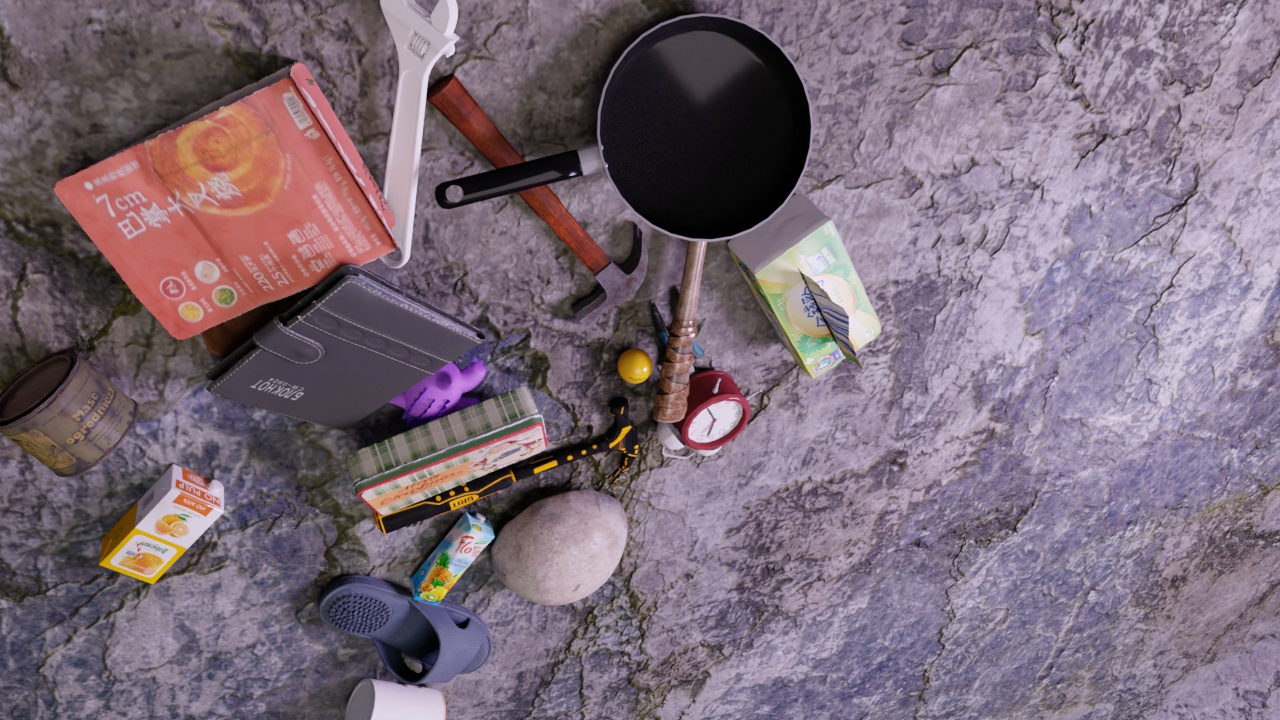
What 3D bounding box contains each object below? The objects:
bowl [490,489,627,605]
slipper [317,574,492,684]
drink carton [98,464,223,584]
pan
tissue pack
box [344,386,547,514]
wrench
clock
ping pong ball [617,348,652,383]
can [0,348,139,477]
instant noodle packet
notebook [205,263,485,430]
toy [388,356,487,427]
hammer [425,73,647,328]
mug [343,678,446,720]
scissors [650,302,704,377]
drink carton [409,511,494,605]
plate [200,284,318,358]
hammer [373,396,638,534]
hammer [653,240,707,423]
[{"bbox_3d":[-0.089,0.247,1.137,0.178,0.081,0.179,-17,135,-18],"label":"bowl"},{"bbox_3d":[-0.279,0.347,1.137,0.101,0.082,0.263,-44,129,7],"label":"slipper"},{"bbox_3d":[-0.487,0.166,0.939,0.122,0.040,0.058,-44,129,9],"label":"drink carton"},{"bbox_3d":[-0.014,-0.195,0.851,0.355,0.044,0.204,-16,102,-7],"label":"pan"},{"bbox_3d":[0.199,-0.063,1.017,0.120,0.141,0.197,-40,130,6],"label":"tissue pack"},{"bbox_3d":[-0.202,0.100,0.985,0.205,0.050,0.118,-20,159,-10],"label":"box"},{"bbox_3d":[-0.205,-0.201,0.804,0.066,0.018,0.274,20,123,4],"label":"wrench"},{"bbox_3d":[0.077,0.070,1.112,0.096,0.048,0.138,14,122,-36],"label":"clock"},{"bbox_3d":[-0.006,0.006,1.041,0.040,0.040,0.040,-12,127,-16],"label":"ping pong ball"},{"bbox_3d":[-0.509,0.045,0.811,0.090,0.090,0.074,-31,130,-1],"label":"can"},{"bbox_3d":[-0.339,-0.122,0.765,0.221,0.084,0.164,-27,123,-1],"label":"instant noodle packet"},{"bbox_3d":[-0.278,-0.003,0.862,0.209,0.029,0.169,-33,145,23],"label":"notebook"},{"bbox_3d":[-0.214,0.031,0.954,0.106,0.055,0.088,31,119,-25],"label":"toy"},{"bbox_3d":[-0.096,-0.157,0.893,0.111,0.028,0.300,-38,130,6],"label":"hammer"},{"bbox_3d":[-0.321,0.465,1.201,0.105,0.082,0.082,27,109,-35],"label":"mug"},{"bbox_3d":[0.050,-0.022,1.060,0.126,0.019,0.144,12,119,-32],"label":"scissors"},{"bbox_3d":[-0.227,0.239,1.109,0.044,0.038,0.129,29,108,-37],"label":"drink carton"},{"bbox_3d":[-0.347,-0.049,0.857,0.131,0.025,0.131,-12,127,-16],"label":"plate"},{"bbox_3d":[-0.152,0.138,1.077,0.320,0.036,0.123,-18,130,-15],"label":"hammer"},{"bbox_3d":[0.054,-0.073,0.991,0.121,0.049,0.319,-5,120,-25],"label":"hammer"}]
